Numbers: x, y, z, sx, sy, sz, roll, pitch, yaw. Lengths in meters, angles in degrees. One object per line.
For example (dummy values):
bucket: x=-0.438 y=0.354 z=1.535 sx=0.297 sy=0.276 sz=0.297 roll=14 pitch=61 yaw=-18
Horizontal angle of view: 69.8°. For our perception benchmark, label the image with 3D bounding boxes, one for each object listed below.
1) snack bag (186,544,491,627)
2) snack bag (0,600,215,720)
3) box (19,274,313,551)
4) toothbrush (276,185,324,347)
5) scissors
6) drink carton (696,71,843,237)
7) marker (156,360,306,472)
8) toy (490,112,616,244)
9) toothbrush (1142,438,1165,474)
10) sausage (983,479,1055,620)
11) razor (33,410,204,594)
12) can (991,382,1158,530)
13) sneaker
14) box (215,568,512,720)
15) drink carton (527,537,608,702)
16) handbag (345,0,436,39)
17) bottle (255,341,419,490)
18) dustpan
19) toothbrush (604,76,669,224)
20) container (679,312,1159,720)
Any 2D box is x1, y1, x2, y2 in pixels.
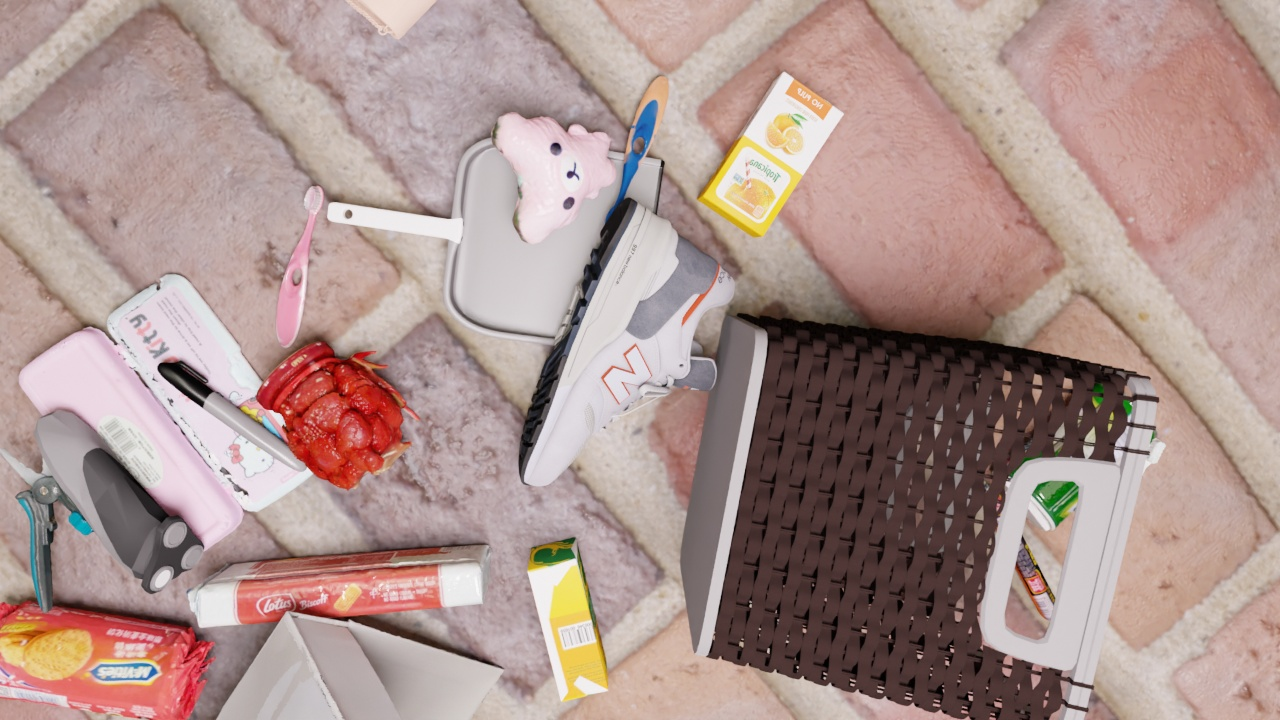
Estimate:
snack bag: x=-0.236 y=0.182 z=0.746 sx=0.225 sy=0.077 sz=0.041 roll=-5 pitch=93 yaw=-3
snack bag: x=-0.439 y=0.247 z=0.745 sx=0.176 sy=0.082 sz=0.082 roll=11 pitch=96 yaw=-4
box: x=-0.378 y=0.050 z=0.741 sx=0.153 sy=0.041 sz=0.201 roll=-35 pitch=98 yaw=0
toothbrush: x=-0.276 y=-0.076 z=0.744 sx=0.021 sy=0.016 sz=0.135 roll=14 pitch=95 yaw=4
scissors: x=-0.460 y=0.134 z=0.725 sx=0.148 sy=0.019 sz=0.118 roll=40 pitch=90 yaw=-5
drink carton: x=0.106 y=-0.167 z=0.743 sx=0.058 sy=0.040 sz=0.122 roll=33 pitch=94 yaw=-7
marker: x=-0.324 y=0.044 z=0.734 sx=0.138 sy=0.016 sz=0.022 roll=39 pitch=53 yaw=-13
toy: x=-0.062 y=-0.148 z=0.708 sx=0.095 sy=0.053 sz=0.099 roll=-20 pitch=111 yaw=-22
toothbrush: x=0.419 y=0.155 z=0.812 sx=0.012 sy=0.017 sz=0.187 roll=23 pitch=95 yaw=7
sausage: x=0.334 y=0.170 z=0.807 sx=0.020 sy=0.020 sz=0.155 roll=-29 pitch=98 yaw=0
razor: x=-0.404 y=0.104 z=0.702 sx=0.156 sy=0.057 sz=0.060 roll=44 pitch=121 yaw=0
can: x=0.364 y=0.081 z=0.775 sx=0.121 sy=0.067 sz=0.067 roll=-42 pitch=97 yaw=1
sneaker: x=-0.004 y=0.004 z=0.722 sx=0.124 sy=0.088 sz=0.240 roll=19 pitch=103 yaw=-13
box: x=-0.228 y=0.294 z=0.786 sx=0.165 sy=0.446 sz=0.167 roll=35 pitch=93 yaw=4
drink carton: x=-0.059 y=0.219 z=0.770 sx=0.041 sy=0.058 sz=0.122 roll=-14 pitch=97 yaw=-2
handbag: x=-0.179 y=-0.327 z=0.633 sx=0.116 sy=0.187 sz=0.198 roll=42 pitch=88 yaw=0
bottle: x=-0.233 y=0.042 z=0.728 sx=0.099 sy=0.099 sz=0.111 roll=-44 pitch=87 yaw=2
dustpan: x=-0.118 y=-0.101 z=0.742 sx=0.257 sy=0.033 sz=0.163 roll=8 pitch=96 yaw=-4
toothbrush: x=-0.004 y=-0.165 z=0.738 sx=0.021 sy=0.017 sz=0.135 roll=20 pitch=86 yaw=-17
container: x=0.173 y=0.098 z=0.680 sx=0.243 sy=0.245 sz=0.247 roll=10 pitch=96 yaw=-1
